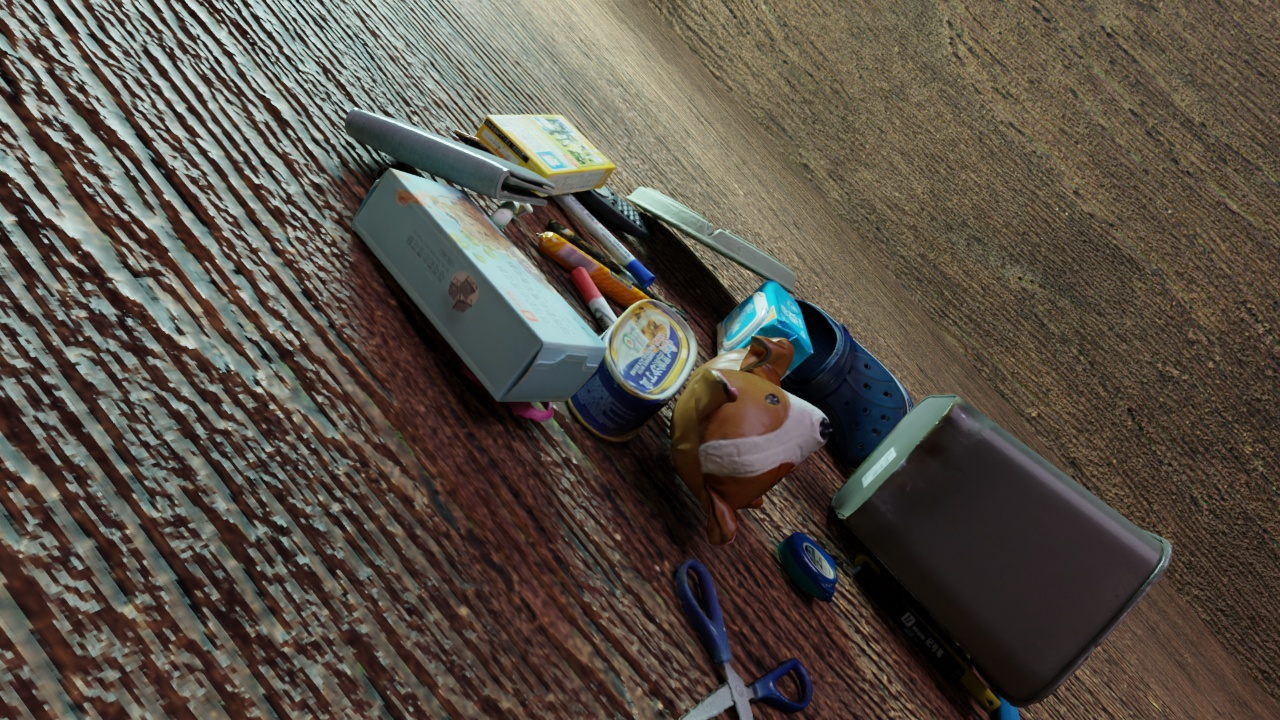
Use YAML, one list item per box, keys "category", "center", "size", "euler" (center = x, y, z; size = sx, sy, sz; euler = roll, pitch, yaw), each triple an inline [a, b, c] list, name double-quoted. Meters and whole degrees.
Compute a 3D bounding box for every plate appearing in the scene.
- category: "plate"
  center: [0.088, -0.145, 1.087]
  size: [0.230, 0.027, 0.230]
  euler: [30, 7, -4]

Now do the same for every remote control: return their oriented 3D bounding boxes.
- category: "remote control"
  center: [-0.040, -0.173, 1.004]
  size: [0.136, 0.024, 0.053]
  euler: [35, 27, -24]

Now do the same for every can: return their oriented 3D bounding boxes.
- category: "can"
  center: [-0.004, 0.004, 0.699]
  size: [0.074, 0.049, 0.147]
  euler: [44, 28, -3]

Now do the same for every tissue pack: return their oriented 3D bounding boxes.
- category: "tissue pack"
  center: [0.126, -0.023, 0.969]
  size: [0.063, 0.090, 0.139]
  euler: [42, 22, -16]

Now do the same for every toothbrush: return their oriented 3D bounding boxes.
- category: "toothbrush"
  center: [0.267, 0.252, 0.858]
  size: [0.190, 0.016, 0.016]
  euler: [48, 14, 0]
- category: "toothbrush"
  center: [-0.104, -0.117, 0.725]
  size: [0.029, 0.020, 0.189]
  euler: [12, 12, -6]
- category: "toothbrush"
  center: [-0.019, -0.084, 0.903]
  size: [0.185, 0.012, 0.017]
  euler: [33, 15, -33]

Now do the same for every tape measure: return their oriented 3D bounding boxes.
- category: "tape measure"
  center: [0.134, 0.165, 0.740]
  size: [0.054, 0.025, 0.058]
  euler: [44, 17, -4]

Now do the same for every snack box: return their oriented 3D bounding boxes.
- category: "snack box"
  center: [-0.104, -0.048, 0.589]
  size: [0.175, 0.052, 0.074]
  euler: [47, 18, 22]
- category: "snack box"
  center: [-0.092, -0.206, 0.914]
  size: [0.087, 0.034, 0.140]
  euler: [44, 30, 9]

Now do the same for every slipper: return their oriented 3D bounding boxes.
- category: "slipper"
  center: [0.223, 0.015, 1.066]
  size: [0.095, 0.105, 0.252]
  euler: [32, 22, -52]

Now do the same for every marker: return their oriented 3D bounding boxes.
- category: "marker"
  center: [0.243, 0.237, 0.834]
  size: [0.132, 0.020, 0.022]
  euler: [48, 12, 4]
- category: "marker"
  center: [-0.039, -0.124, 0.906]
  size: [0.146, 0.017, 0.016]
  euler: [46, 19, 18]
- category: "marker"
  center: [-0.019, -0.022, 0.787]
  size: [0.017, 0.017, 0.145]
  euler: [9, 43, -59]

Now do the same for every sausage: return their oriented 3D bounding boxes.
- category: "sausage"
  center: [-0.033, -0.074, 0.845]
  size: [0.165, 0.021, 0.021]
  euler: [32, 26, -36]

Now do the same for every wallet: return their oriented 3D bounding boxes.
- category: "wallet"
  center: [-0.137, -0.153, 0.686]
  size: [0.130, 0.037, 0.106]
  euler: [23, 11, 13]

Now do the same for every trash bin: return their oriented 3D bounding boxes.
- category: "trash bin"
  center: [0.312, 0.161, 0.854]
  size: [0.220, 0.198, 0.199]
  euler: [41, 1, 5]

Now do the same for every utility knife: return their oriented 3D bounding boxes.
- category: "utility knife"
  center: [0.346, 0.333, 0.864]
  size: [0.034, 0.018, 0.185]
  euler: [64, 20, 0]

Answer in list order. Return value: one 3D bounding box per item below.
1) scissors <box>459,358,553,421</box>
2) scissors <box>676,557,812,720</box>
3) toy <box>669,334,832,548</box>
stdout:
- category: "scissors"
  center: [-0.092, -0.007, 0.627]
  size: [0.076, 0.017, 0.137]
  euler: [30, 22, -20]
- category: "scissors"
  center: [0.061, 0.195, 0.564]
  size: [0.162, 0.012, 0.175]
  euler: [28, 29, -42]
- category: "toy"
  center: [0.080, 0.052, 0.688]
  size: [0.199, 0.131, 0.140]
  euler: [-19, 103, -71]
